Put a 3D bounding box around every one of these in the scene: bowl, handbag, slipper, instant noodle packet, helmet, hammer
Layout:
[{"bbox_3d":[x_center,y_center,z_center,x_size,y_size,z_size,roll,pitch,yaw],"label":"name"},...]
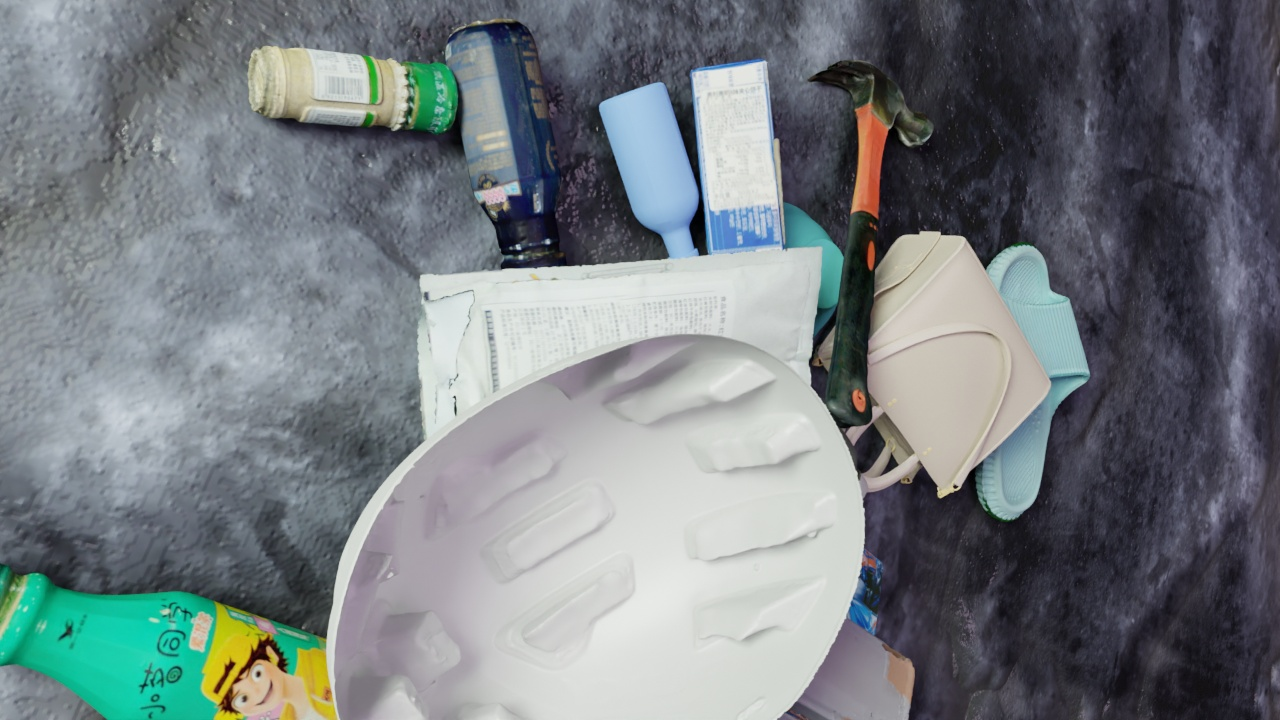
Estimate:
[{"bbox_3d":[0.127,-0.066,0.720,0.121,0.046,0.121,-1,91,-36],"label":"bowl"},{"bbox_3d":[0.229,0.024,0.776,0.197,0.101,0.194,-47,116,-13],"label":"handbag"},{"bbox_3d":[0.375,0.021,0.889,0.115,0.070,0.276,2,90,-33],"label":"slipper"},{"bbox_3d":[-0.003,0.003,0.587,0.268,0.057,0.147,-5,107,-23],"label":"instant noodle packet"},{"bbox_3d":[-0.019,0.105,0.481,0.282,0.183,0.224,-34,110,1],"label":"helmet"},{"bbox_3d":[0.172,-0.098,0.710,0.133,0.033,0.332,31,57,-32],"label":"hammer"}]

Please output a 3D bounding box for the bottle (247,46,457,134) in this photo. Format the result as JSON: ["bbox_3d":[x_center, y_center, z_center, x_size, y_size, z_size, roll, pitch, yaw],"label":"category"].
[{"bbox_3d":[-0.160,-0.151,0.517,0.109,0.043,0.042,-5,94,-34],"label":"bottle"}]

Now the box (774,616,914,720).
[{"bbox_3d":[0.098,0.207,0.638,0.216,0.095,0.107,37,82,-27],"label":"box"}]

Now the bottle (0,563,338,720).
[{"bbox_3d":[-0.231,0.150,0.454,0.209,0.068,0.068,32,72,-32],"label":"bottle"}]

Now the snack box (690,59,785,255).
[{"bbox_3d":[0.074,-0.093,0.659,0.059,0.059,0.226,-5,99,8],"label":"snack box"}]

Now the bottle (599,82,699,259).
[{"bbox_3d":[0.014,-0.122,0.638,0.047,0.048,0.131,-28,106,-32],"label":"bottle"}]

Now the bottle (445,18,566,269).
[{"bbox_3d":[-0.079,-0.123,0.566,0.056,0.056,0.161,-17,100,-34],"label":"bottle"}]

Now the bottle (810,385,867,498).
[{"bbox_3d":[0.129,0.067,0.710,0.060,0.060,0.108,-46,109,-26],"label":"bottle"}]

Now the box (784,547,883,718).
[{"bbox_3d":[0.077,0.168,0.671,0.243,0.064,0.174,39,73,-26],"label":"box"}]
